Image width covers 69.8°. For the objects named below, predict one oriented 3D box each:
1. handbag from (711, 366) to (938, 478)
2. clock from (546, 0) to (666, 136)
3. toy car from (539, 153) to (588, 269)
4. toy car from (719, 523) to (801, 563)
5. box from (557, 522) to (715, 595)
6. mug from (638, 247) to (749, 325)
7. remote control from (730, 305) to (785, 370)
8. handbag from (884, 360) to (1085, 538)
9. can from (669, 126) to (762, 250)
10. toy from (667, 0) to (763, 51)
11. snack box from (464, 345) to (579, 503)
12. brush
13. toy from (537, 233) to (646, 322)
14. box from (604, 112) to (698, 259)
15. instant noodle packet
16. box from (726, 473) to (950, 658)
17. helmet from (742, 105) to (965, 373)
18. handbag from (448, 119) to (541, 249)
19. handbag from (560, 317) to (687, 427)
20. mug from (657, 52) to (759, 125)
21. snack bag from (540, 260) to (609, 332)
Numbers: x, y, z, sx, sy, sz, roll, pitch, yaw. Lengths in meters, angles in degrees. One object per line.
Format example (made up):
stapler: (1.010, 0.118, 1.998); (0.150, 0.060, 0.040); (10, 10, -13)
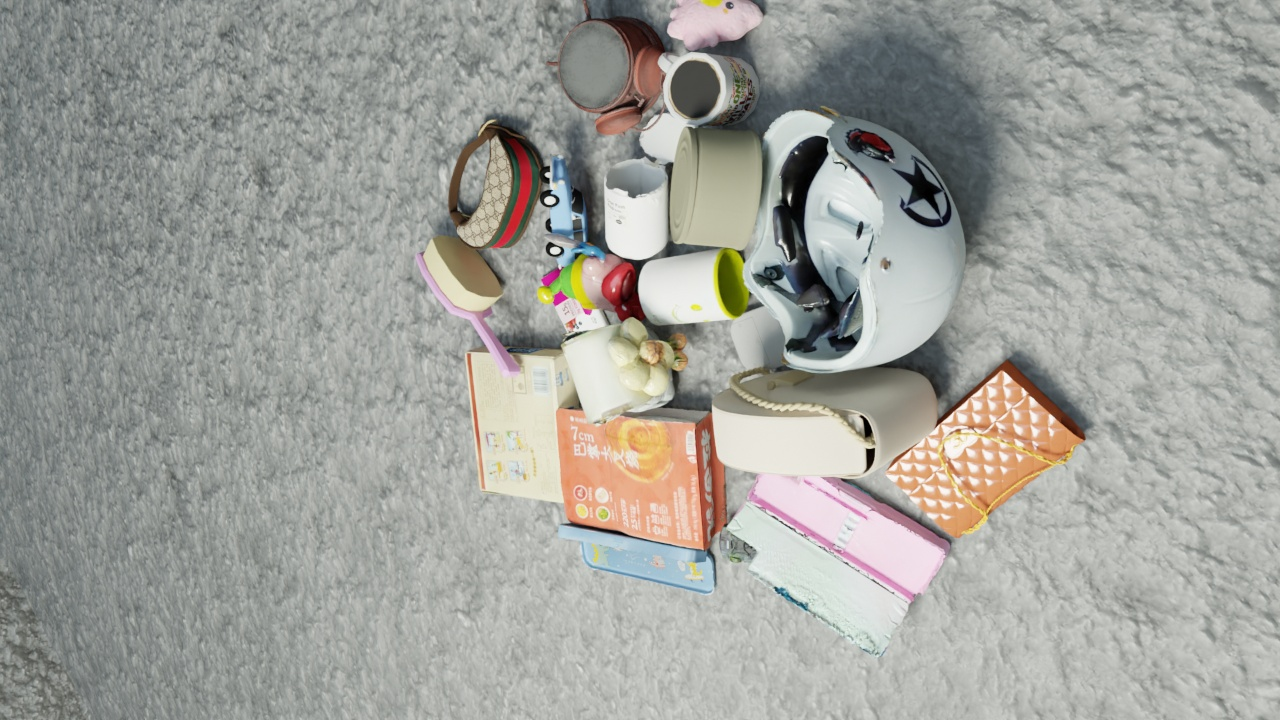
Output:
handbag: (0.185, 0.067, 0.965); (0.209, 0.210, 0.103); (2, 104, 41)
clock: (-0.027, -0.333, 1.071); (0.157, 0.072, 0.121); (47, 121, 13)
toy car: (-0.093, -0.182, 1.130); (0.055, 0.056, 0.154); (-3, 143, -3)
toy car: (0.151, 0.227, 1.137); (0.105, 0.033, 0.048); (4, 103, 17)
box: (-0.003, 0.254, 1.226); (0.210, 0.049, 0.120); (5, 147, 30)
mug: (0.063, -0.085, 1.077); (0.106, 0.082, 0.082); (-5, 100, 33)
remote control: (0.177, -0.037, 1.058); (0.151, 0.019, 0.074); (-20, 92, 33)
handbag: (0.358, 0.101, 0.964); (0.109, 0.060, 0.172); (45, 121, 9)
can: (0.078, -0.185, 0.987); (0.073, 0.127, 0.128); (3, 108, -8)
toy: (0.072, -0.377, 1.000); (0.102, 0.093, 0.050); (42, 161, 20)
snack box: (-0.159, 0.087, 1.273); (0.153, 0.055, 0.207); (3, 105, 30)
brush: (-0.218, -0.075, 1.230); (0.043, 0.089, 0.228); (-48, 65, 26)
toy: (-0.064, -0.095, 1.133); (0.131, 0.124, 0.096); (31, 81, 32)
box: (0.013, -0.208, 1.088); (0.083, 0.143, 0.137); (31, 147, 25)
instant noodle packet: (-0.010, 0.145, 1.170); (0.221, 0.083, 0.164); (1, 104, 25)
box: (0.221, 0.218, 1.074); (0.230, 0.066, 0.159); (31, 93, 21)
helmet: (0.220, -0.124, 0.914); (0.237, 0.163, 0.263); (116, 142, -55)
handbag: (-0.201, -0.233, 1.215); (0.138, 0.063, 0.167); (41, 121, 27)
handbag: (-0.006, 0.006, 1.094); (0.124, 0.171, 0.112); (-23, 83, 26)
mug: (0.068, -0.306, 1.010); (0.105, 0.089, 0.074); (41, 120, 16)
snack bag: (-0.066, -0.033, 1.209); (0.070, 0.016, 0.196); (-26, 89, 35)
